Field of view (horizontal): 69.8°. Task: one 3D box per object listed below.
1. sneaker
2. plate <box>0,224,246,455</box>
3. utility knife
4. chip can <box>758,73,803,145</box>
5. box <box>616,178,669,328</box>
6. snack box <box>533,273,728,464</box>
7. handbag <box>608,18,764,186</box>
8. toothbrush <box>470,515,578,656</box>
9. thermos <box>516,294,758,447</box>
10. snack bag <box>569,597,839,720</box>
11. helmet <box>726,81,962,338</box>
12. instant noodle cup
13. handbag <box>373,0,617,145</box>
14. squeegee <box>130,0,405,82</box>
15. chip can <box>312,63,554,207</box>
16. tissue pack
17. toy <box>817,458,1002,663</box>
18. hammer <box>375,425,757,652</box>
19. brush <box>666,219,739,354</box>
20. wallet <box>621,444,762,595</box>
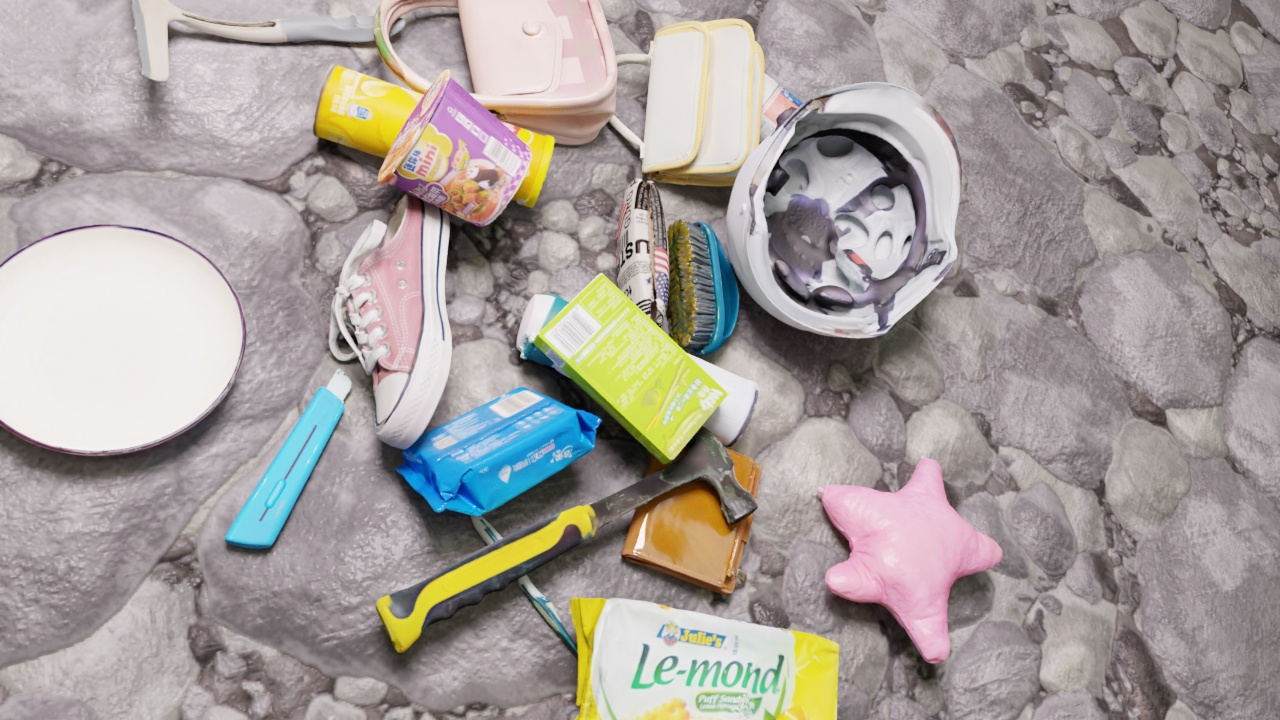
[{"bbox_3d":[-0.212,-0.042,0.765,0.087,0.119,0.240,17,54,-33],"label":"sneaker"},{"bbox_3d":[-0.410,-0.013,0.712,0.192,0.039,0.192,8,65,-17],"label":"plate"},{"bbox_3d":[-0.275,0.076,0.737,0.034,0.018,0.165,26,59,-8],"label":"utility knife"},{"bbox_3d":[0.161,-0.259,1.025,0.214,0.071,0.071,38,59,-2],"label":"chip can"},{"bbox_3d":[-0.003,-0.103,0.898,0.064,0.074,0.164,-8,63,6],"label":"box"},{"bbox_3d":[-0.007,0.007,0.792,0.156,0.026,0.085,43,67,-1],"label":"snack box"},{"bbox_3d":[0.035,-0.270,0.961,0.179,0.063,0.163,3,84,15],"label":"handbag"},{"bbox_3d":[-0.079,0.198,0.759,0.018,0.016,0.191,-34,83,-40],"label":"toothbrush"},{"bbox_3d":[-0.005,0.005,0.846,0.224,0.073,0.073,24,61,-9],"label":"thermos"},{"bbox_3d":[0.049,0.287,0.733,0.246,0.068,0.157,16,64,-18],"label":"snack bag"},{"bbox_3d":[0.192,-0.144,0.932,0.229,0.146,0.258,36,76,-15],"label":"helmet"},{"bbox_3d":[-0.157,-0.175,0.794,0.099,0.112,0.111,32,58,-27],"label":"instant noodle cup"},{"bbox_3d":[-0.148,-0.316,0.922,0.233,0.094,0.193,-6,68,-22],"label":"handbag"},{"bbox_3d":[-0.349,-0.322,0.877,0.246,0.039,0.246,-6,52,-30],"label":"squeegee"},{"bbox_3d":[-0.192,-0.211,0.867,0.213,0.072,0.072,17,62,-13],"label":"chip can"},{"bbox_3d":[-0.117,0.075,0.757,0.156,0.095,0.052,-27,119,-29],"label":"tissue pack"},{"bbox_3d":[0.248,0.167,0.868,0.178,0.075,0.194,38,55,10],"label":"toy"},{"bbox_3d":[-0.061,0.138,0.758,0.322,0.032,0.126,-23,71,-25],"label":"hammer"},{"bbox_3d":[0.064,-0.072,0.914,0.073,0.055,0.143,10,63,-30],"label":"brush"},{"bbox_3d":[0.056,0.136,0.827,0.119,0.035,0.130,23,61,-8],"label":"wallet"}]
